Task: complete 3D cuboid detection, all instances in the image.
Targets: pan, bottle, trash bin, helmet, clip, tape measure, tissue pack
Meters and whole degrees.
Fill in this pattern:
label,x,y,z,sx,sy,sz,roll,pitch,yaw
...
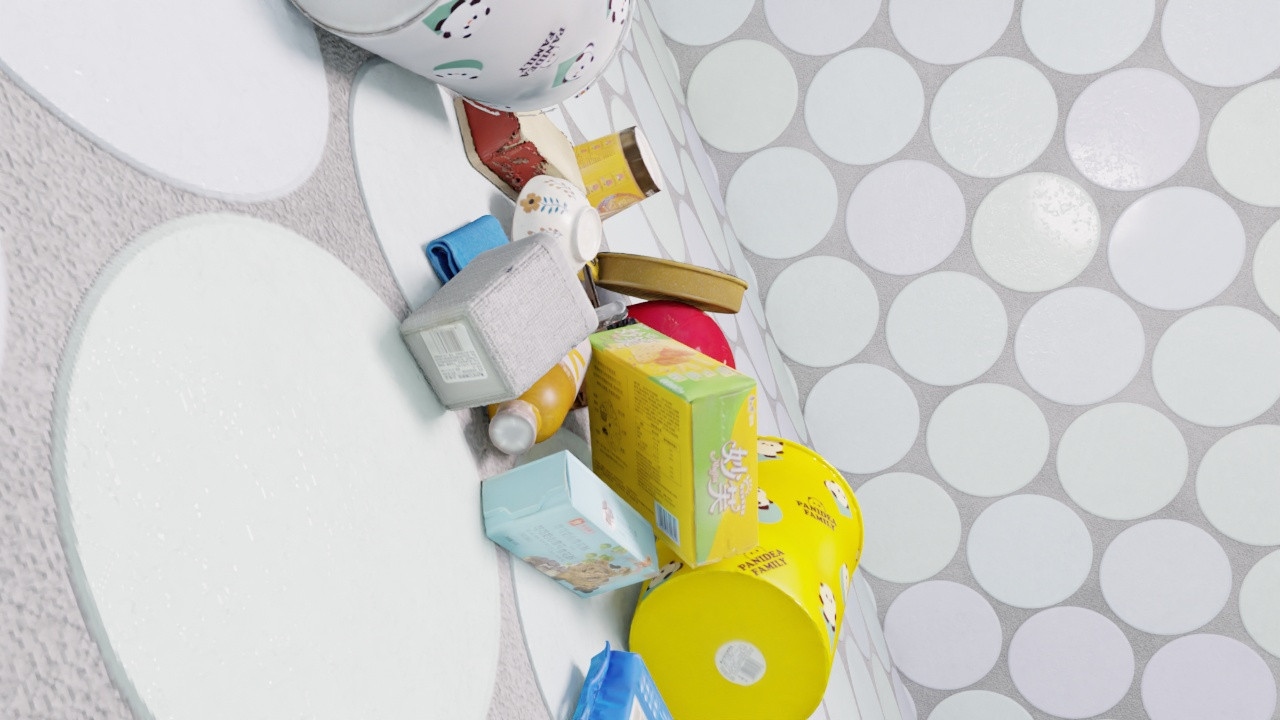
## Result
label,x,y,z,sx,sy,sz,roll,pitch,yaw
pan,0.028,-0.117,1.245,0.357,0.197,0.078,-170,-88,-81
bottle,-0.087,0.021,0.781,0.189,0.068,0.068,-73,141,-67
trash bin,0.108,0.228,0.935,0.229,0.230,0.254,67,20,-11
helmet,0.045,0.027,1.118,0.239,0.144,0.207,-90,157,-51
clip,-0.040,-0.045,0.949,0.045,0.058,0.027,55,13,-55
tape measure,-0.074,-0.126,1.110,0.057,0.029,0.060,45,28,-60
trash bin,-0.151,-0.333,0.751,0.229,0.230,0.251,70,20,0
tissue pack,-0.006,0.309,0.719,0.094,0.052,0.157,-67,135,-67

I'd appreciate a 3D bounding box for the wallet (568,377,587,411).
label,x,y,z,sx,sy,sz,roll,pitch,yaw
wallet,-0.076,-0.014,0.946,0.107,0.031,0.132,-10,78,-77

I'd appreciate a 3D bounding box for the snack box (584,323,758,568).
label,x,y,z,sx,sy,sz,roll,pitch,yaw
snack box,0.023,0.067,0.831,0.210,0.070,0.158,30,-52,59

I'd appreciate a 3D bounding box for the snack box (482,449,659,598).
label,x,y,z,sx,sy,sz,roll,pitch,yaw
snack box,-0.052,0.137,0.740,0.175,0.074,0.051,50,25,-52

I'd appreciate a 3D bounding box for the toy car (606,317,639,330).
label,x,y,z,sx,sy,sz,roll,pitch,yaw
toy car,-0.006,0.006,1.014,0.106,0.049,0.031,67,12,9

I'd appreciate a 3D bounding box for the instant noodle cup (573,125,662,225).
label,x,y,z,sx,sy,sz,roll,pitch,yaw
instant noodle cup,-0.040,-0.250,1.232,0.118,0.114,0.118,-21,90,-76

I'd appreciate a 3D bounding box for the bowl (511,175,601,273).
label,x,y,z,sx,sy,sz,roll,pitch,yaw
bowl,-0.079,-0.133,0.946,0.113,0.062,0.113,7,90,-67

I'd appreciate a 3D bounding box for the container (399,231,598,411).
label,x,y,z,sx,sy,sz,roll,pitch,yaw
container,-0.106,-0.026,0.687,0.114,0.090,0.090,-50,119,-48

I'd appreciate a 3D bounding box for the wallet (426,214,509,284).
label,x,y,z,sx,sy,sz,roll,pitch,yaw
wallet,-0.132,-0.071,0.809,0.106,0.040,0.132,62,17,-11

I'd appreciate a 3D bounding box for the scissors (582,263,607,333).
label,x,y,z,sx,sy,sz,roll,pitch,yaw
scissors,-0.030,0.007,0.986,0.227,0.015,0.189,36,-50,43

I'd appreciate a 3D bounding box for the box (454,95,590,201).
label,x,y,z,sx,sy,sz,roll,pitch,yaw
box,-0.117,-0.227,0.984,0.168,0.080,0.091,32,39,-66
